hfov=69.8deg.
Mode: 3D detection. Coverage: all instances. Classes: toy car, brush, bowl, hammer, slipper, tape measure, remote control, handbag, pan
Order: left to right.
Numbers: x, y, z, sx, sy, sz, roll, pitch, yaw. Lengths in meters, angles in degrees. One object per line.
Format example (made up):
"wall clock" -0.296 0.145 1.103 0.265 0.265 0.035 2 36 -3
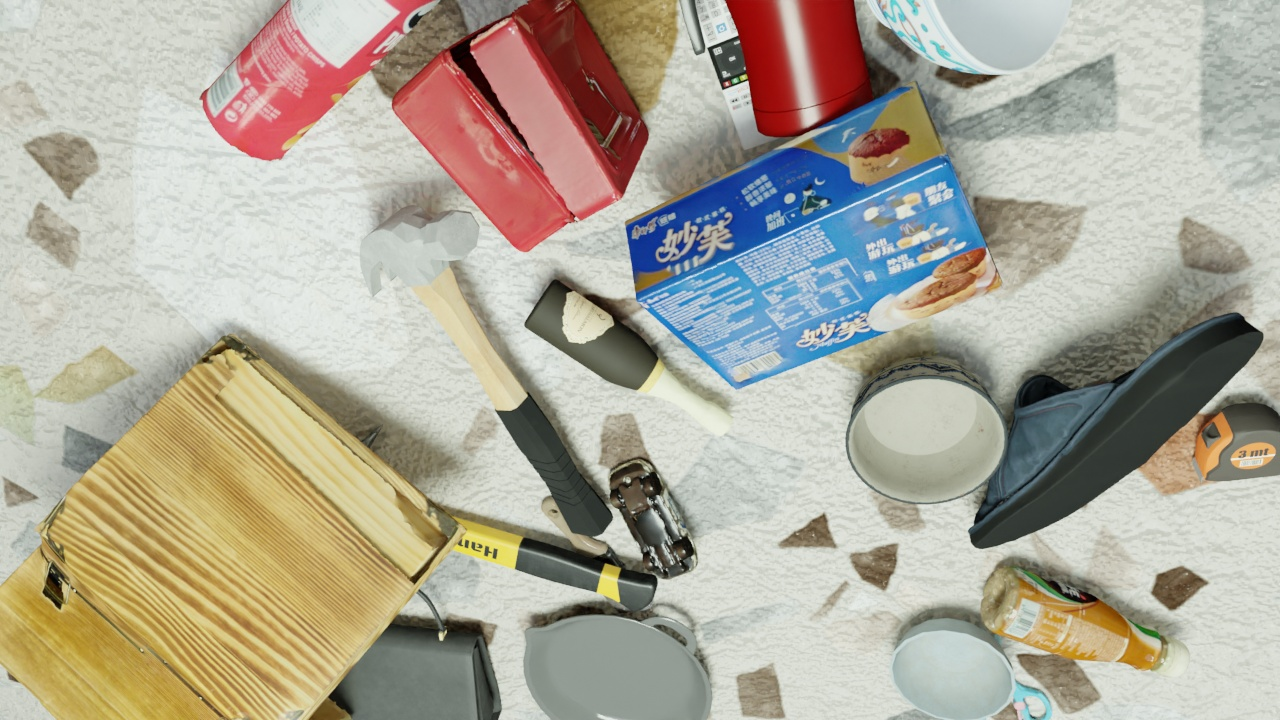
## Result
"handbag" -0.245 0.307 0.951 0.176 0.072 0.196 4 116 9
"hammer" -0.141 0.168 0.859 0.324 0.034 0.170 16 120 5
"hammer" -0.114 0.022 0.753 0.131 0.039 0.328 0 129 43
"pan" -0.057 0.364 0.966 0.216 0.024 0.356 34 121 -9
"brush" -0.044 0.186 0.867 0.039 0.012 0.151 -27 111 25
"toy car" 0.012 0.140 0.817 0.049 0.040 0.113 -25 94 23
"remote control" 0.062 -0.204 0.619 0.028 0.011 0.124 -16 115 19
"bowl" 0.216 0.047 0.705 0.115 0.059 0.116 5 120 9
"bowl" 0.177 -0.232 0.530 0.074 0.143 0.144 6 132 56
"bowl" 0.282 0.273 0.830 0.106 0.039 0.106 9 119 16
"slipper" 0.324 0.043 0.679 0.108 0.083 0.266 -8 142 -28
"tape measure" 0.445 0.058 0.680 0.058 0.038 0.059 -10 131 17

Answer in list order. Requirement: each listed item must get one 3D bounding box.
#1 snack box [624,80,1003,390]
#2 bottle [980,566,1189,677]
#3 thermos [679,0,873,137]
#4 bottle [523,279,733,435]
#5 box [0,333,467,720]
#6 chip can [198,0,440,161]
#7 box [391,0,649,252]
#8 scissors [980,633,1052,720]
"snack box" 0.116 -0.070 0.613 0.203 0.069 0.155 -22 145 23
"bottle" 0.378 0.227 0.777 0.167 0.059 0.059 19 121 0
"thermos" 0.074 -0.240 0.553 0.108 0.083 0.199 -13 119 11
"bottle" -0.004 0.004 0.734 0.184 0.045 0.045 34 120 -9
"box" -0.352 0.201 0.840 0.279 0.286 0.336 40 79 8
"chip can" -0.206 -0.228 0.626 0.234 0.073 0.073 -32 109 27
"box" -0.067 -0.158 0.590 0.098 0.157 0.130 -30 109 21
"scissors" 0.322 0.300 0.863 0.095 0.015 0.142 -26 105 24
